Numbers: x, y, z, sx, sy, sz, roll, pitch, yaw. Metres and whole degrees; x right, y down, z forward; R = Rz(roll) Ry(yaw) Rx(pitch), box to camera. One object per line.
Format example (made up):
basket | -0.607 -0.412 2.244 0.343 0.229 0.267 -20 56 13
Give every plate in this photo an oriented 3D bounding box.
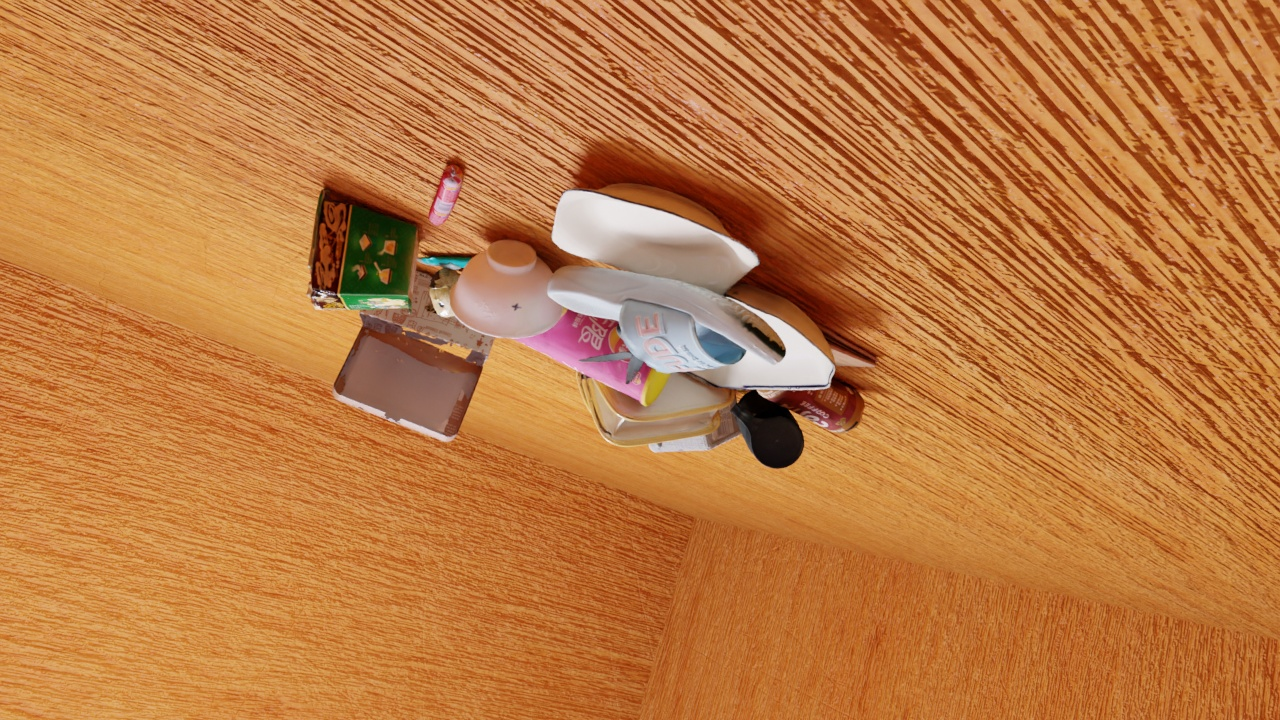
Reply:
plate | 0.011 -0.105 0.754 0.163 0.034 0.164 19 168 -7
plate | 0.085 -0.028 0.933 0.162 0.034 0.266 38 159 -26

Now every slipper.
slipper | 0.011 -0.032 0.824 0.246 0.074 0.104 15 172 35

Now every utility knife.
utility knife | -0.201 -0.111 1.052 0.157 0.013 0.029 6 172 39

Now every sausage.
sausage | -0.179 -0.150 0.844 0.020 0.020 0.156 20 167 -15

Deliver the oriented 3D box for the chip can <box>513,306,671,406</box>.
chip can | -0.069 -0.026 0.995 0.210 0.071 0.071 25 170 15

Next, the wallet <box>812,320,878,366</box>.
wallet | 0.176 -0.015 0.964 0.115 0.020 0.101 22 168 -31

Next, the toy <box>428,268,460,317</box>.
toy | -0.182 -0.063 1.114 0.157 0.066 0.105 24 -176 -13

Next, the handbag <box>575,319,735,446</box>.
handbag | 0.003 0.015 1.074 0.163 0.178 0.063 -7 139 -31

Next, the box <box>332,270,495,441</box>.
box | -0.300 -0.006 1.223 0.183 0.192 0.157 19 167 -10

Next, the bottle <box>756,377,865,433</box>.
bottle | 0.185 0.032 1.060 0.174 0.057 0.058 25 165 -34

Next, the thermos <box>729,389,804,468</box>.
thermos | 0.148 0.073 1.125 0.090 0.068 0.242 42 -176 0

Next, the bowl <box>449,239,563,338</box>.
bowl | -0.134 -0.084 0.937 0.118 0.118 0.065 16 129 5

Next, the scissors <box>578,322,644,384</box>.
scissors | 0.002 -0.009 0.886 0.175 0.014 0.159 8 -159 -29

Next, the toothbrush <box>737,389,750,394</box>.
toothbrush | 0.137 0.041 1.248 0.016 0.018 0.191 12 167 30

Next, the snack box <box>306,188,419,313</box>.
snack box | -0.298 -0.110 1.002 0.105 0.117 0.118 7 172 -12

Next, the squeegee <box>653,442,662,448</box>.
squeegee | -0.044 0.032 1.273 0.249 0.040 0.247 43 180 31

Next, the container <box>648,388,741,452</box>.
container | 0.073 0.076 1.277 0.090 0.090 0.114 -21 -169 -40
